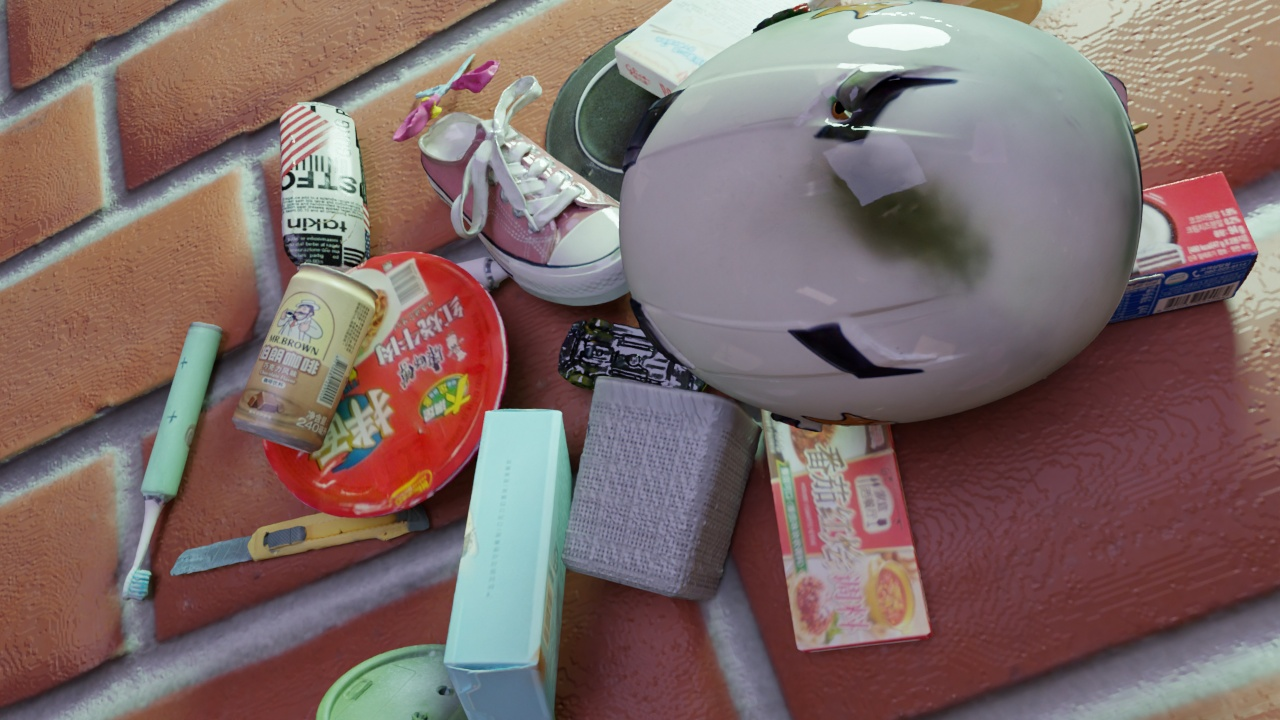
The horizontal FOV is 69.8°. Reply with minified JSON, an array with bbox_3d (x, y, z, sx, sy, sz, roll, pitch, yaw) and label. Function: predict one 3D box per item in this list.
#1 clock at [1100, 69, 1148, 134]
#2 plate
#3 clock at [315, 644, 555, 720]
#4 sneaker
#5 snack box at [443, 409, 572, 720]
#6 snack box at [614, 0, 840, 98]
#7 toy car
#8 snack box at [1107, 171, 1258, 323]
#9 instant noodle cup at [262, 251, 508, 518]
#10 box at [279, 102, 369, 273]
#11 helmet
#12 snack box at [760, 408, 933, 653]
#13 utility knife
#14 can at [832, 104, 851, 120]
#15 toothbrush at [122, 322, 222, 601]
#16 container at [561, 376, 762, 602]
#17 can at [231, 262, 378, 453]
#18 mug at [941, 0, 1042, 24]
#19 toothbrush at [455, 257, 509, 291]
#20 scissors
[{"bbox_3d":[0.203,-0.119,0.544,0.159,0.117,0.059,-1,80,19],"label":"clock"},{"bbox_3d":[0.007,-0.186,0.688,0.180,0.024,0.179,-6,69,17],"label":"plate"},{"bbox_3d":[-0.111,0.225,0.531,0.161,0.115,0.056,9,110,19],"label":"clock"},{"bbox_3d":[-0.089,-0.125,0.648,0.118,0.088,0.241,-40,55,-14],"label":"sneaker"},{"bbox_3d":[-0.073,0.116,0.541,0.051,0.074,0.174,0,47,2],"label":"snack box"},{"bbox_3d":[0.065,-0.245,0.668,0.085,0.027,0.156,39,73,26],"label":"snack box"},{"bbox_3d":[-0.004,0.004,0.618,0.105,0.032,0.048,11,74,19],"label":"toy car"},{"bbox_3d":[0.233,-0.047,0.538,0.208,0.057,0.058,-13,64,15],"label":"snack box"},{"bbox_3d":[-0.170,0.021,0.653,0.194,0.066,0.193,-6,70,17],"label":"instant noodle cup"},{"bbox_3d":[-0.256,-0.129,0.754,0.075,0.083,0.163,-4,63,-21],"label":"box"},{"bbox_3d":[0.091,-0.067,0.455,0.275,0.156,0.230,4,100,31],"label":"helmet"},{"bbox_3d":[0.120,0.091,0.545,0.075,0.025,0.152,-12,67,16],"label":"snack box"},{"bbox_3d":[-0.252,0.131,0.673,0.221,0.022,0.031,-16,60,19],"label":"utility knife"},{"bbox_3d":[0.080,-0.111,0.615,0.147,0.058,0.058,-48,63,-2],"label":"can"},{"bbox_3d":[-0.373,0.076,0.727,0.027,0.026,0.224,8,73,-1],"label":"toothbrush"},{"bbox_3d":[0.012,0.080,0.554,0.090,0.090,0.114,9,77,23],"label":"container"},{"bbox_3d":[-0.221,-0.001,0.609,0.058,0.058,0.116,12,76,23],"label":"can"},{"bbox_3d":[0.230,-0.283,0.619,0.078,0.078,0.122,-7,74,17],"label":"mug"},{"bbox_3d":[-0.139,-0.059,0.693,0.221,0.027,0.026,-11,44,15],"label":"toothbrush"},{"bbox_3d":[-0.151,-0.217,0.729,0.130,0.017,0.133,-18,35,31],"label":"scissors"}]
